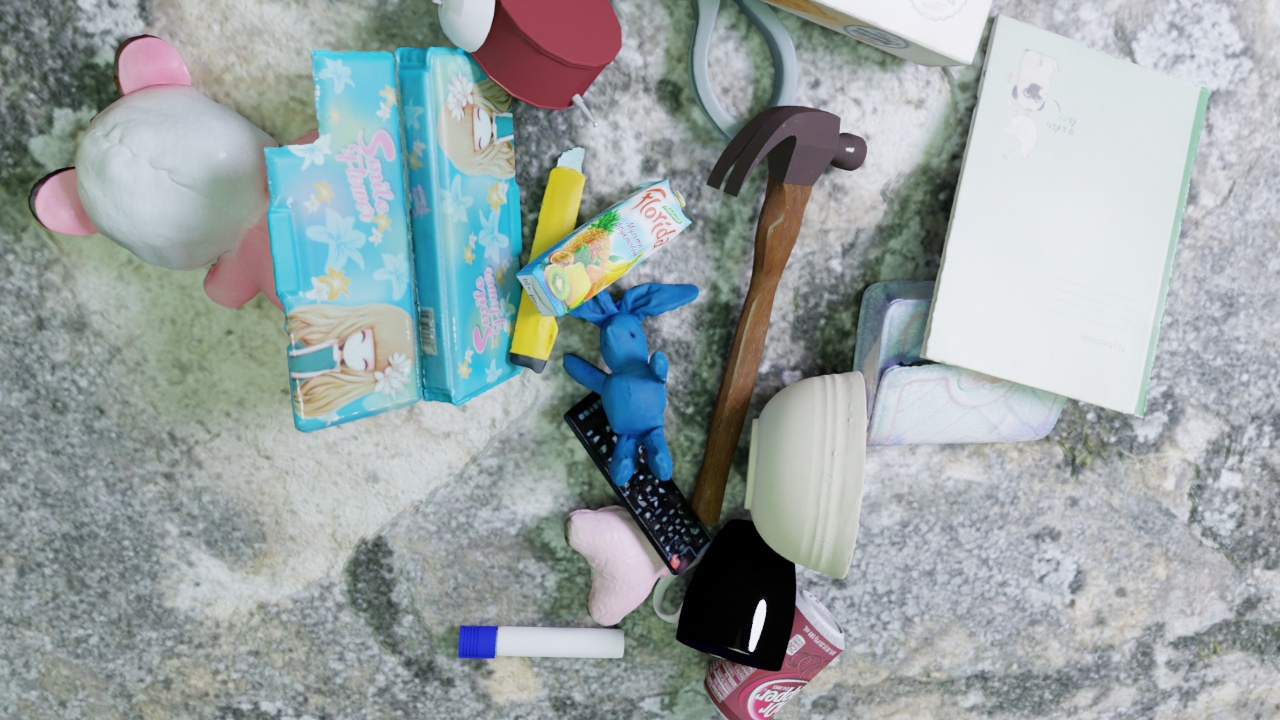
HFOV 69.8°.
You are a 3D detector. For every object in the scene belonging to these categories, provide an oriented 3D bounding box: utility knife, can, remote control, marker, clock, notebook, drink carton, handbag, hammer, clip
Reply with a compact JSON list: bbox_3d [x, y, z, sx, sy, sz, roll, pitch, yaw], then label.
[{"bbox_3d":[-0.063,-0.072,0.646,0.030,0.017,0.163,13,91,-7],"label":"utility knife"},{"bbox_3d":[0.110,0.246,0.756,0.063,0.063,0.114,42,98,-16],"label":"can"},{"bbox_3d":[-0.003,0.091,0.699,0.047,0.022,0.150,-38,96,-37],"label":"remote control"},{"bbox_3d":[-0.081,0.232,0.752,0.133,0.023,0.027,4,128,-7],"label":"marker"},{"bbox_3d":[-0.071,-0.214,0.576,0.137,0.096,0.048,27,140,-23],"label":"clock"},{"bbox_3d":[0.309,-0.102,0.660,0.182,0.010,0.252,15,86,-11],"label":"notebook"},{"bbox_3d":[-0.023,-0.079,0.634,0.128,0.039,0.044,-38,108,-21],"label":"drink carton"},{"bbox_3d":[0.246,0.007,0.698,0.158,0.069,0.126,0,109,-9],"label":"handbag"},{"bbox_3d":[0.081,-0.023,0.676,0.115,0.033,0.323,-3,115,-35],"label":"hammer"},{"bbox_3d":[0.078,-0.233,0.626,0.107,0.028,0.163,-21,109,-1],"label":"clip"}]

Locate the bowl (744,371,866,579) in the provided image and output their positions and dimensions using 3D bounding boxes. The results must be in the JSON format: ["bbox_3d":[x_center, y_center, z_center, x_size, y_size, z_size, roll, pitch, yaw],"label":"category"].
[{"bbox_3d":[0.116,0.079,0.670,0.075,0.150,0.151,5,107,6],"label":"bowl"}]

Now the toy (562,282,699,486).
[{"bbox_3d":[-0.004,0.004,0.656,0.113,0.071,0.176,-13,73,5],"label":"toy"}]

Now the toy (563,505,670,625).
[{"bbox_3d":[-0.006,0.151,0.721,0.095,0.053,0.099,-20,105,-18],"label":"toy"}]

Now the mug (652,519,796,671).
[{"bbox_3d":[0.067,0.179,0.724,0.085,0.119,0.100,43,58,-47],"label":"mug"}]

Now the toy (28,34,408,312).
[{"bbox_3d":[-0.262,-0.100,0.599,0.213,0.084,0.142,32,101,-17],"label":"toy"}]

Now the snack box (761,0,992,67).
[{"bbox_3d":[0.131,-0.270,0.584,0.207,0.057,0.104,14,99,-19],"label":"snack box"}]

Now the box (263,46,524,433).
[{"bbox_3d":[-0.142,-0.079,0.581,0.056,0.184,0.227,11,111,33],"label":"box"}]
